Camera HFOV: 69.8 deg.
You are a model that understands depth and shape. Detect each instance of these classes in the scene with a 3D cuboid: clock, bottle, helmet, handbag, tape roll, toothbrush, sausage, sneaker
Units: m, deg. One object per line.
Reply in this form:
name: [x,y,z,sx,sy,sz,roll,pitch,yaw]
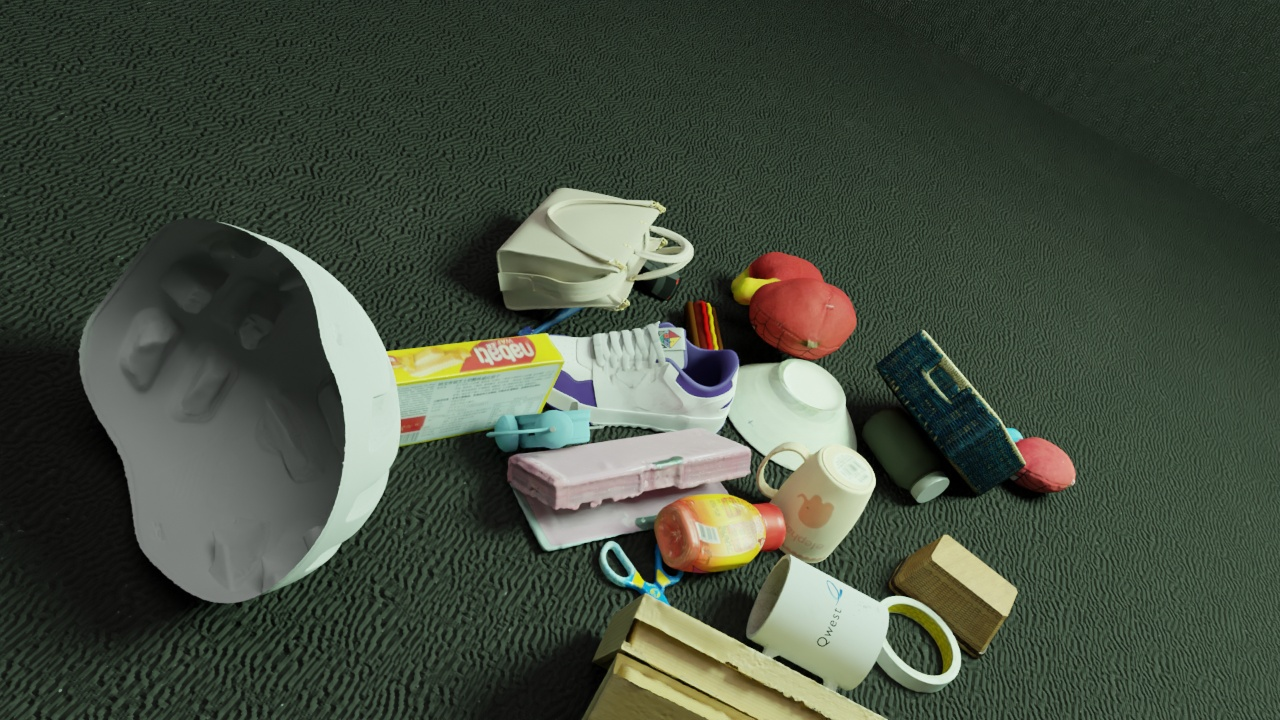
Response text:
clock: [-0.094,0.062,0.862,0.123,0.088,0.042,0,84,-58]
bottle: [0.080,0.162,0.872,0.134,0.049,0.071,3,57,-37]
helmet: [-0.283,0.037,0.677,0.183,0.224,0.282,21,24,-46]
bottle: [0.309,0.110,1.069,0.060,0.060,0.108,-3,47,-33]
handbag: [-0.038,-0.125,1.060,0.198,0.101,0.194,6,34,16]
tape roll: [0.263,0.273,0.888,0.094,0.019,0.093,16,39,-14]
toothbrush: [-0.086,-0.058,1.064,0.016,0.017,0.189,38,39,11]
sausage: [0.078,-0.017,1.095,0.040,0.040,0.155,14,40,-17]
sneaker: [-0.005,0.006,0.961,0.244,0.111,0.091,14,40,-16]

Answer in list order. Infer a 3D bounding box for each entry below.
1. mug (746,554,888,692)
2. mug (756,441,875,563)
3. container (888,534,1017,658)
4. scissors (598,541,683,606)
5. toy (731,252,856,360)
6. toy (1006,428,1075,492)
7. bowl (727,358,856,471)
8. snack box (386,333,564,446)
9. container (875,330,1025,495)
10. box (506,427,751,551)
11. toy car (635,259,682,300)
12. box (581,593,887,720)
mug: [0.149,0.248,0.812,0.096,0.083,0.119,28,66,1]
mug: [0.172,0.131,0.928,0.111,0.105,0.085,37,38,11]
container: [0.322,0.234,0.932,0.114,0.061,0.063,39,39,15]
scissors: [0.004,0.207,0.816,0.109,0.018,0.130,16,38,-10]
toy: [0.193,-0.069,1.147,0.147,0.099,0.216,12,20,-9]
toy: [0.483,0.123,1.161,0.133,0.062,0.092,31,22,34]
bowl: [0.187,0.048,1.069,0.176,0.058,0.176,16,39,-14]
snack box: [-0.174,0.029,0.852,0.200,0.092,0.042,-9,50,-37]
container: [0.363,0.066,1.073,0.187,0.071,0.145,36,19,-53]
box: [-0.008,0.123,0.890,0.232,0.080,0.099,-6,14,-36]
toy car: [0.008,-0.114,1.162,0.092,0.042,0.036,35,36,10]
box: [0.079,0.288,0.678,0.248,0.142,0.178,26,45,-1]
